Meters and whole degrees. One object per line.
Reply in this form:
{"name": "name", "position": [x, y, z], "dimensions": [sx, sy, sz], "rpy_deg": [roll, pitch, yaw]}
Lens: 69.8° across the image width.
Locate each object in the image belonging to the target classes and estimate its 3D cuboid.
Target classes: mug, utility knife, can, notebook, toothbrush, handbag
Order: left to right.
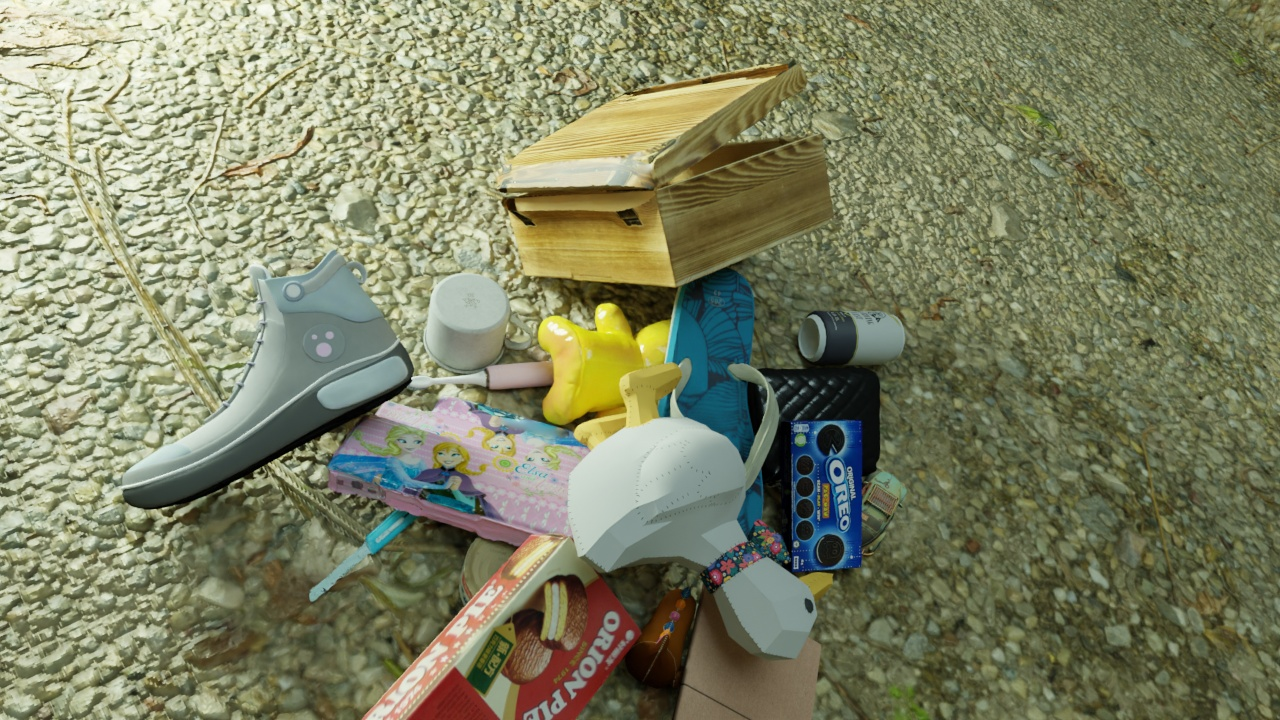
{"name": "utility knife", "position": [-0.227, 0.156, 0.817], "dimensions": [0.168, 0.015, 0.022], "rpy_deg": [-45, 108, -37]}
{"name": "mug", "position": [-0.164, -0.038, 0.947], "dimensions": [0.113, 0.071, 0.084], "rpy_deg": [3, 54, -16]}
{"name": "can", "position": [-0.115, 0.192, 0.810], "dimensions": [0.086, 0.043, 0.086], "rpy_deg": [10, 52, -13]}
{"name": "toothbrush", "position": [-0.128, 0.015, 0.948], "dimensions": [0.222, 0.027, 0.027], "rpy_deg": [-4, 63, -22]}
{"name": "notebook", "position": [0.089, 0.311, 0.789], "dimensions": [0.141, 0.008, 0.208], "rpy_deg": [34, 48, -18]}
{"name": "handbag", "position": [0.171, 0.074, 0.992], "dimensions": [0.153, 0.115, 0.125], "rpy_deg": [0, 78, -24]}
{"name": "can", "position": [0.256, -0.027, 1.095], "dimensions": [0.127, 0.064, 0.064], "rpy_deg": [-1, 55, -20]}

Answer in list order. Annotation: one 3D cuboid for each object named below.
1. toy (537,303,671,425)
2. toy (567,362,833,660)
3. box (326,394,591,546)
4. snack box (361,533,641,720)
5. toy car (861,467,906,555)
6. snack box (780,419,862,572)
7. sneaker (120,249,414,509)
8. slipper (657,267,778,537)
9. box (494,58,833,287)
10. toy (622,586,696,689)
{"name": "toy", "position": [-0.006, 0.006, 0.938], "dimensions": [0.193, 0.088, 0.134], "rpy_deg": [5, 79, -26]}
{"name": "toy", "position": [0.038, 0.137, 0.775], "dimensions": [0.246, 0.141, 0.267], "rpy_deg": [1, 50, -47]}
{"name": "box", "position": [-0.150, 0.090, 0.854], "dimensions": [0.230, 0.035, 0.159], "rpy_deg": [16, 37, 2]}
{"name": "snack box", "position": [-0.111, 0.256, 0.711], "dimensions": [0.235, 0.060, 0.113], "rpy_deg": [-46, 112, -33]}
{"name": "toy car", "position": [0.250, 0.153, 0.969], "dimensions": [0.047, 0.047, 0.111], "rpy_deg": [35, 53, 8]}
{"name": "snack box", "position": [0.183, 0.135, 0.921], "dimensions": [0.082, 0.027, 0.150], "rpy_deg": [-1, 91, -18]}
{"name": "sneaker", "position": [-0.337, 0.009, 0.788], "dimensions": [0.256, 0.093, 0.160], "rpy_deg": [-28, 94, -24]}
{"name": "slipper", "position": [0.073, 0.051, 0.889], "dimensions": [0.118, 0.060, 0.294], "rpy_deg": [3, 85, -14]}
{"name": "box", "position": [0.010, -0.191, 0.974], "dimensions": [0.246, 0.176, 0.280], "rpy_deg": [-27, 24, -32]}
{"name": "toy", "position": [0.024, 0.234, 0.794], "dimensions": [0.070, 0.103, 0.090], "rpy_deg": [27, 56, 7]}
